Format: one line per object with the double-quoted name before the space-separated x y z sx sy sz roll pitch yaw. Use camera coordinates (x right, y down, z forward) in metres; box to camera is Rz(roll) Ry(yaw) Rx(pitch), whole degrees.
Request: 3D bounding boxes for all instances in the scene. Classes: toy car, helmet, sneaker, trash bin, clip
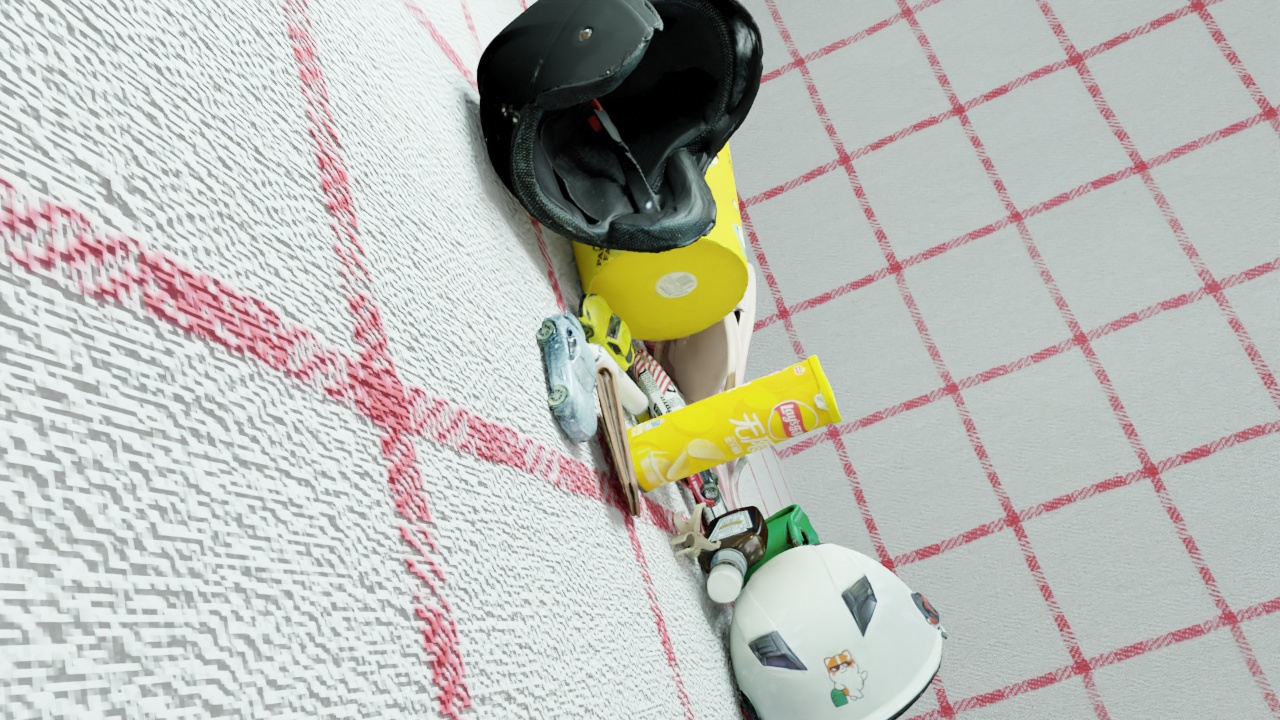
"toy car" 0.060 0.126 1.125 0.120 0.045 0.052 61 12 -6
"helmet" -0.024 -0.247 0.869 0.230 0.274 0.234 42 -14 37
"helmet" 0.188 0.283 0.981 0.157 0.230 0.274 58 2 4
"toy car" -0.057 0.013 0.772 0.054 0.037 0.120 57 18 -50
"sneaker" 0.103 0.121 1.231 0.118 0.088 0.240 52 14 -58
"trash bin" 0.012 -0.179 1.074 0.229 0.230 0.254 54 22 -54
"clip" 0.061 0.200 1.000 0.095 0.035 0.101 62 15 -21
"toy car" -0.034 -0.030 0.966 0.105 0.032 0.048 55 35 -45

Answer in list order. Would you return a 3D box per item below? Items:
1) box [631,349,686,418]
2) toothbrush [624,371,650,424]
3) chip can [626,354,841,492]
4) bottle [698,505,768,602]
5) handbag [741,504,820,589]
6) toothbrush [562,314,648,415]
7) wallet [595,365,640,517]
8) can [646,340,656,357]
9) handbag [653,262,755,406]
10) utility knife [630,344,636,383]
"box" 0.031 0.048 1.041 0.069 0.052 0.164 44 13 -48
"toothbrush" -0.005 0.047 1.038 0.016 0.016 0.190 -101 166 -75
"chip can" 0.090 0.065 0.923 0.072 0.213 0.072 -21 90 -79
"bottle" 0.105 0.222 1.054 0.194 0.080 0.044 -42 110 -76
"handbag" 0.163 0.248 1.170 0.068 0.131 0.120 58 14 2
"toothbrush" -0.038 0.006 0.916 0.026 0.026 0.221 62 6 30
"wallet" -0.018 0.075 0.825 0.101 0.020 0.115 83 -7 -64
"can" 0.049 -0.016 1.324 0.066 0.066 0.094 -94 159 -61
"handbag" 0.091 -0.005 1.154 0.233 0.093 0.194 -101 -158 -51
"utility knife" -0.007 0.007 1.122 0.033 0.015 0.156 -94 159 -80
